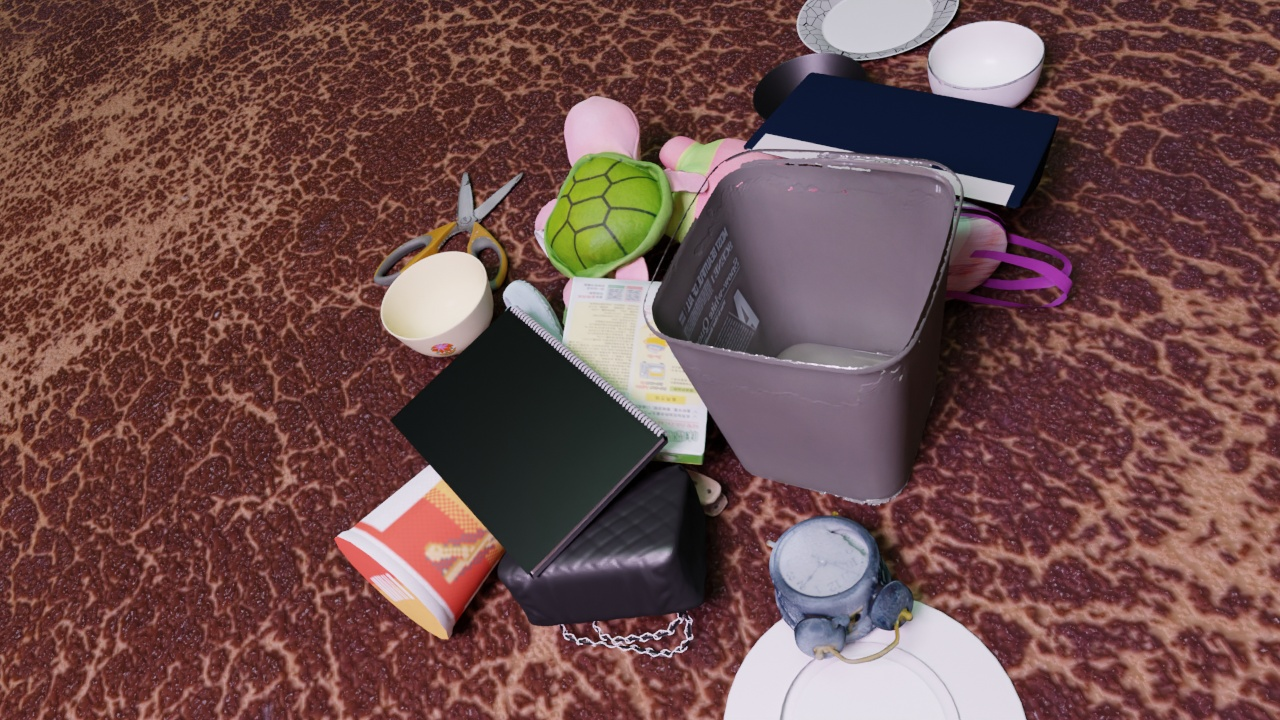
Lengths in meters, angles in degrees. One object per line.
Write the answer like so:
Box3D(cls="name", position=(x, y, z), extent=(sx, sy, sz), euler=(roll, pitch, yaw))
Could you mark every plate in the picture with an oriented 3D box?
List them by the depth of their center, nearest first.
Box3D(cls="plate", position=(0.159, 0.258, 0.638), extent=(0.209, 0.015, 0.208), euler=(-10, 51, 13))
Box3D(cls="plate", position=(0.286, -0.418, 1.113), extent=(0.189, 0.016, 0.188), euler=(-10, 51, 13))

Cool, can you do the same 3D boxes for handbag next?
Box3D(cls="handbag", position=(-0.016, 0.159, 0.746), extent=(0.154, 0.115, 0.124), euler=(-15, 33, 23))
Box3D(cls="handbag", position=(0.286, -0.082, 0.789), extent=(0.170, 0.145, 0.067), euler=(12, 63, -3))

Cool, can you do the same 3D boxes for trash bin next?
Box3D(cls="trash bin", position=(0.142, -0.015, 0.721), extent=(0.198, 0.220, 0.196), euler=(11, 58, 27))

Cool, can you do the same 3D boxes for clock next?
Box3D(cls="clock", position=(0.145, 0.171, 0.677), extent=(0.090, 0.052, 0.129), euler=(-24, 38, -1))

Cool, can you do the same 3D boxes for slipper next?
Box3D(cls="slipper", position=(-0.091, 0.021, 0.861), extent=(0.074, 0.104, 0.245), euler=(-24, 54, -3))

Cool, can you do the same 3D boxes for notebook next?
Box3D(cls="notebook", position=(-0.096, 0.056, 0.750), extent=(0.149, 0.016, 0.207), euler=(-45, 55, -9))

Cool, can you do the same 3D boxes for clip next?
Box3D(cls="clip", position=(0.050, 0.113, 0.791), extent=(0.024, 0.045, 0.062), euler=(-46, 34, -18))

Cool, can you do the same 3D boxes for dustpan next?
Box3D(cls="dustpan", position=(0.257, -0.203, 0.870), extent=(0.236, 0.080, 0.272), euler=(18, 46, 23))

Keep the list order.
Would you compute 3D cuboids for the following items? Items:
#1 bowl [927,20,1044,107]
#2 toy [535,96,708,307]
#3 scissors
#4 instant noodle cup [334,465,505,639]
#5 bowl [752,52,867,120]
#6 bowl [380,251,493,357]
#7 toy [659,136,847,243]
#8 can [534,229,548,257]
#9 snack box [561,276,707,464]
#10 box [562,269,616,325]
Box3D(cls="bowl", position=(0.359, -0.296, 0.960), extent=(0.113, 0.063, 0.113), euler=(-9, 51, 11))
Box3D(cls="toy", position=(-0.032, -0.155, 0.903), extent=(0.190, 0.087, 0.237), euler=(-9, 63, 25))
Box3D(cls="scissors", position=(-0.223, -0.148, 1.095), extent=(0.225, 0.016, 0.225), euler=(-20, 49, 4))
Box3D(cls="instant noodle cup", position=(-0.170, 0.149, 0.785), extent=(0.123, 0.123, 0.120), euler=(22, 56, 32))
Box3D(cls="bowl", position=(0.191, -0.280, 1.019), extent=(0.124, 0.052, 0.123), euler=(-10, 51, 13))
Box3D(cls="bowl", position=(-0.203, -0.047, 0.970), extent=(0.118, 0.074, 0.117), euler=(-10, 51, 13))
Box3D(cls="toy", position=(0.116, -0.162, 0.927), extent=(0.237, 0.097, 0.191), euler=(13, 72, 27))
Box3D(cls="can", position=(-0.047, -0.153, 0.996), extent=(0.128, 0.072, 0.072), euler=(-36, 50, -9))
Box3D(cls="snack box", position=(-0.005, 0.005, 0.794), extent=(0.132, 0.027, 0.167), euler=(4, 60, 5))
Box3D(cls="box", position=(-0.003, -0.016, 0.893), extent=(0.188, 0.091, 0.083), euler=(48, 114, 40))
